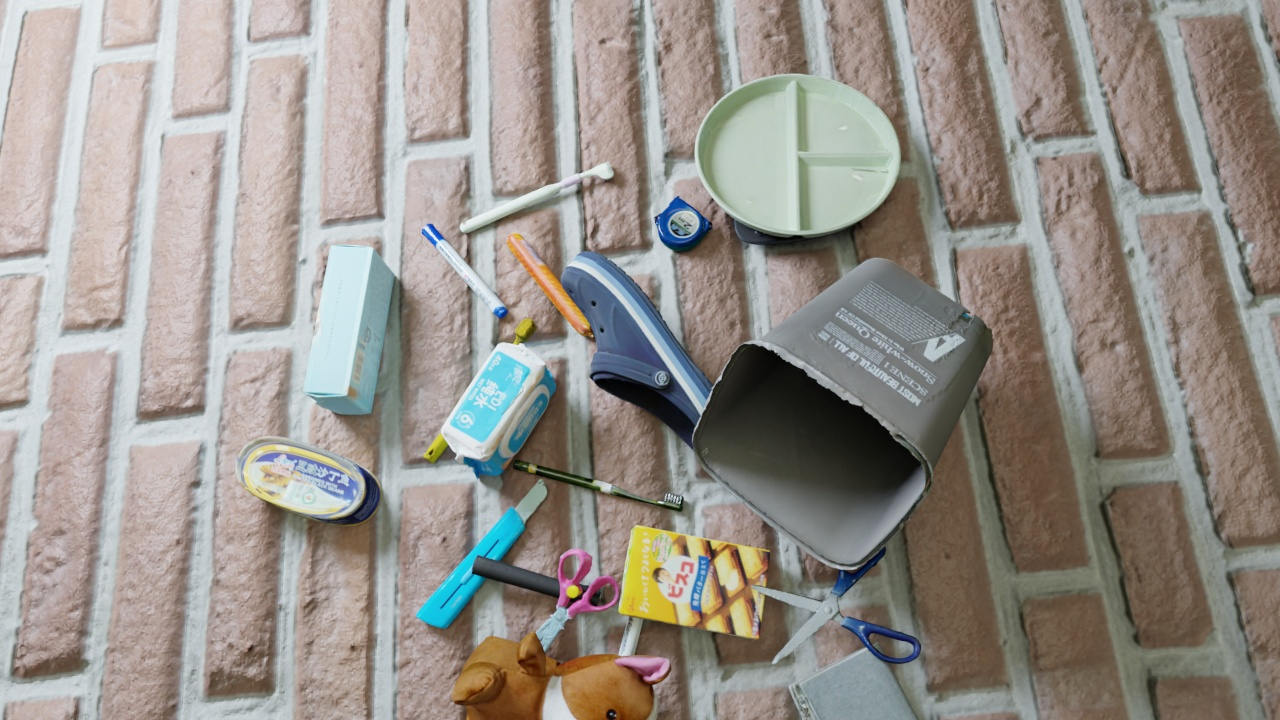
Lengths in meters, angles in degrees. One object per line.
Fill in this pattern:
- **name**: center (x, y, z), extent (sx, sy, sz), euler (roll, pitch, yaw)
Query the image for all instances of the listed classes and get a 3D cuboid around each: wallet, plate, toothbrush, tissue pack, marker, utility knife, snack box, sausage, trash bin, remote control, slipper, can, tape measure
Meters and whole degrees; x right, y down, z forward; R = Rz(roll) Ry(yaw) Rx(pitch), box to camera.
- **wallet**: center (0.209, 0.347, 0.861), extent (0.106, 0.037, 0.129), euler (-21, 71, -14)
- **plate**: center (0.176, -0.231, 1.038), extent (0.230, 0.027, 0.229), euler (-2, 62, 3)
- **toothbrush**: center (-0.174, 0.030, 1.000), extent (0.016, 0.017, 0.190), euler (32, 77, 14)
- **tissue pack**: center (-0.143, 0.054, 0.952), extent (0.063, 0.090, 0.140), euler (29, 76, 13)
- **marker**: center (-0.200, -0.102, 1.045), extent (0.017, 0.017, 0.146), euler (-41, 74, -9)
- **toothbrush**: center (-0.121, -0.188, 1.066), extent (0.189, 0.020, 0.029), euler (-23, 42, -2)
- **utility knife**: center (-0.157, 0.198, 0.945), extent (0.034, 0.018, 0.185), euler (36, 77, 15)
- **snack box**: center (-0.315, -0.033, 1.000), extent (0.051, 0.074, 0.174), euler (4, 72, 4)
- **toothbrush**: center (-0.045, 0.128, 0.962), extent (0.186, 0.012, 0.017), euler (13, 68, 8)
- **sausage**: center (-0.102, -0.086, 1.029), extent (0.021, 0.021, 0.165), euler (-37, 73, -8)
- **snack box**: center (0.053, 0.219, 0.905), extent (0.140, 0.034, 0.086), euler (11, 73, 0)
- **trash bin**: center (0.200, 0.034, 0.856), extent (0.199, 0.199, 0.219), euler (38, 51, 14)
- **marker**: center (-0.104, 0.222, 0.921), extent (0.132, 0.022, 0.020), euler (16, 38, 0)
- **remote control**: center (0.173, -0.156, 1.031), extent (0.136, 0.024, 0.053), euler (-9, 67, 0)
- **slipper**: center (-0.006, 0.006, 0.950), extent (0.095, 0.105, 0.253), euler (-37, 83, -18)
- **marker**: center (0.000, 0.242, 0.919), extent (0.017, 0.017, 0.145), euler (13, 74, 8)
- **can**: center (-0.349, 0.127, 0.964), extent (0.148, 0.049, 0.074), euler (17, 74, 9)
- **tape measure**: center (0.046, -0.151, 1.038), extent (0.058, 0.025, 0.054), euler (40, 81, 19)

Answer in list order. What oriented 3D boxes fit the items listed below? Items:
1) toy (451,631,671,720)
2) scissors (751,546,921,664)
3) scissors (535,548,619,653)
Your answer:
- **toy**: center (-0.072, 0.320, 0.848), extent (0.199, 0.140, 0.130), euler (4, 35, -2)
- **scissors**: center (0.194, 0.240, 0.886), extent (0.162, 0.012, 0.175), euler (36, 62, 14)
- **scissors**: center (-0.069, 0.256, 0.902), extent (0.077, 0.017, 0.137), euler (29, 98, 14)
